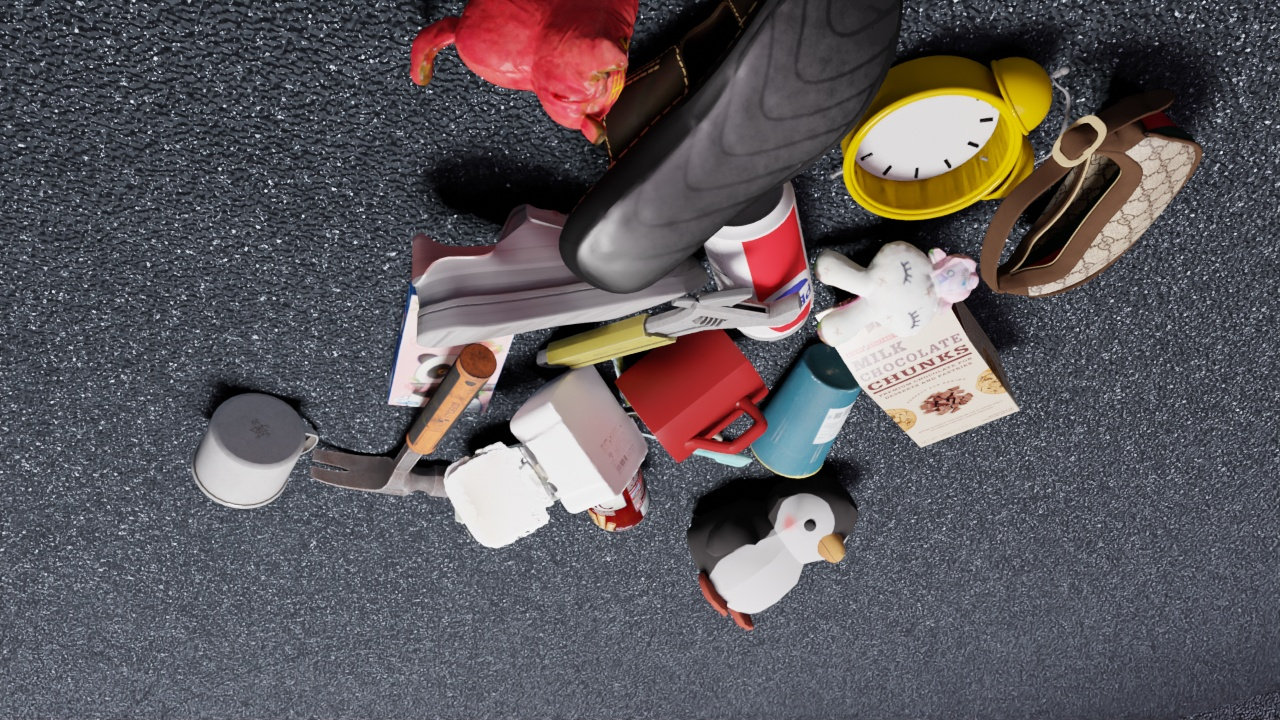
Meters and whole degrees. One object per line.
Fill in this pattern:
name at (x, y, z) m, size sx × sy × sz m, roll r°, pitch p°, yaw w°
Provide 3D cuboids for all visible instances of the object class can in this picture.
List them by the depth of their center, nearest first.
can at (0.086, -0.077, 0.676) m, size 0.070 × 0.070 × 0.132 m, roll -13°, pitch 144°, yaw 10°

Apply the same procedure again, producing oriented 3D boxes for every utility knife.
utility knife at (0.053, 0.090, 0.928) m, size 0.141 × 0.015 × 0.022 m, roll 16°, pitch 164°, yaw -32°

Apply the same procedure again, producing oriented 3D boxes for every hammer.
hammer at (-0.198, 0.059, 0.802) m, size 0.137 × 0.035 × 0.315 m, roll 9°, pitch 153°, yaw -24°

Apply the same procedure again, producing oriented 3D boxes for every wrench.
wrench at (0.006, -0.021, 0.710) m, size 0.083 × 0.018 × 0.274 m, roll 12°, pitch 163°, yaw -38°

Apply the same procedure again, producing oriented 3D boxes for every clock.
clock at (0.206, -0.149, 0.613) m, size 0.152 × 0.052 × 0.114 m, roll -5°, pitch 144°, yaw 7°

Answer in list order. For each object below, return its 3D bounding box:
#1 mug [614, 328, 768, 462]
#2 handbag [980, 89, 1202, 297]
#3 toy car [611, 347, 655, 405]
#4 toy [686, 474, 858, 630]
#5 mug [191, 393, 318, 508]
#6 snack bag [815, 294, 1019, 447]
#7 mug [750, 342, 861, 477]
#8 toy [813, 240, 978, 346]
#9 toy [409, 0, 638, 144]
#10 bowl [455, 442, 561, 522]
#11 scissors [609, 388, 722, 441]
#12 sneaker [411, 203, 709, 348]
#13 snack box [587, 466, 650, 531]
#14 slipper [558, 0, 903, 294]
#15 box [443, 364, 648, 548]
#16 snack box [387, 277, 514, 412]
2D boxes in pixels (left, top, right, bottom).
mug at (0.050, 0.033, 0.759) m, size 0.096 × 0.116 × 0.080 m, roll -38°, pitch 143°, yaw 1°
handbag at (0.305, -0.110, 0.639) m, size 0.138 × 0.063 × 0.167 m, roll -20°, pitch 150°, yaw -24°
toy car at (-0.005, 0.005, 0.807) m, size 0.038 × 0.027 × 0.090 m, roll -26°, pitch 143°, yaw -12°
toy at (0.151, 0.189, 1.032) m, size 0.184 × 0.140 × 0.159 m, roll -34°, pitch 138°, yaw 11°
mug at (-0.339, 0.076, 0.829) m, size 0.113 × 0.084 × 0.071 m, roll -20°, pitch 159°, yaw -47°
snack bag at (0.239, -0.010, 0.791) m, size 0.095 × 0.069 × 0.206 m, roll -26°, pitch 139°, yaw 25°
mug at (0.158, 0.044, 0.855) m, size 0.078 × 0.078 × 0.122 m, roll 5°, pitch 139°, yaw -15°
toy at (0.191, -0.054, 0.694) m, size 0.123 × 0.038 × 0.079 m, roll -10°, pitch 104°, yaw 20°
toy at (-0.065, -0.170, 0.507) m, size 0.133 × 0.093 × 0.088 m, roll -3°, pitch 144°, yaw -1°
bowl at (-0.130, 0.115, 0.902) m, size 0.117 × 0.061 × 0.117 m, roll -14°, pitch 177°, yaw -1°
scissors at (0.037, 0.051, 0.894) m, size 0.171 × 0.012 × 0.157 m, roll -15°, pitch 145°, yaw 19°
sneaker at (-0.055, -0.072, 0.657) m, size 0.235 × 0.089 × 0.099 m, roll -12°, pitch 178°, yaw -33°
snack box at (-0.032, 0.119, 0.924) m, size 0.072 × 0.072 × 0.121 m, roll -9°, pitch 148°, yaw 4°
slipper at (0.048, -0.150, 0.566) m, size 0.113 × 0.075 × 0.268 m, roll 31°, pitch 115°, yaw -33°
box at (-0.089, 0.095, 0.802) m, size 0.132 × 0.151 × 0.107 m, roll -30°, pitch 102°, yaw 30°
snack box at (-0.156, -0.013, 0.762) m, size 0.088 × 0.033 × 0.155 m, roll 6°, pitch 142°, yaw -19°
